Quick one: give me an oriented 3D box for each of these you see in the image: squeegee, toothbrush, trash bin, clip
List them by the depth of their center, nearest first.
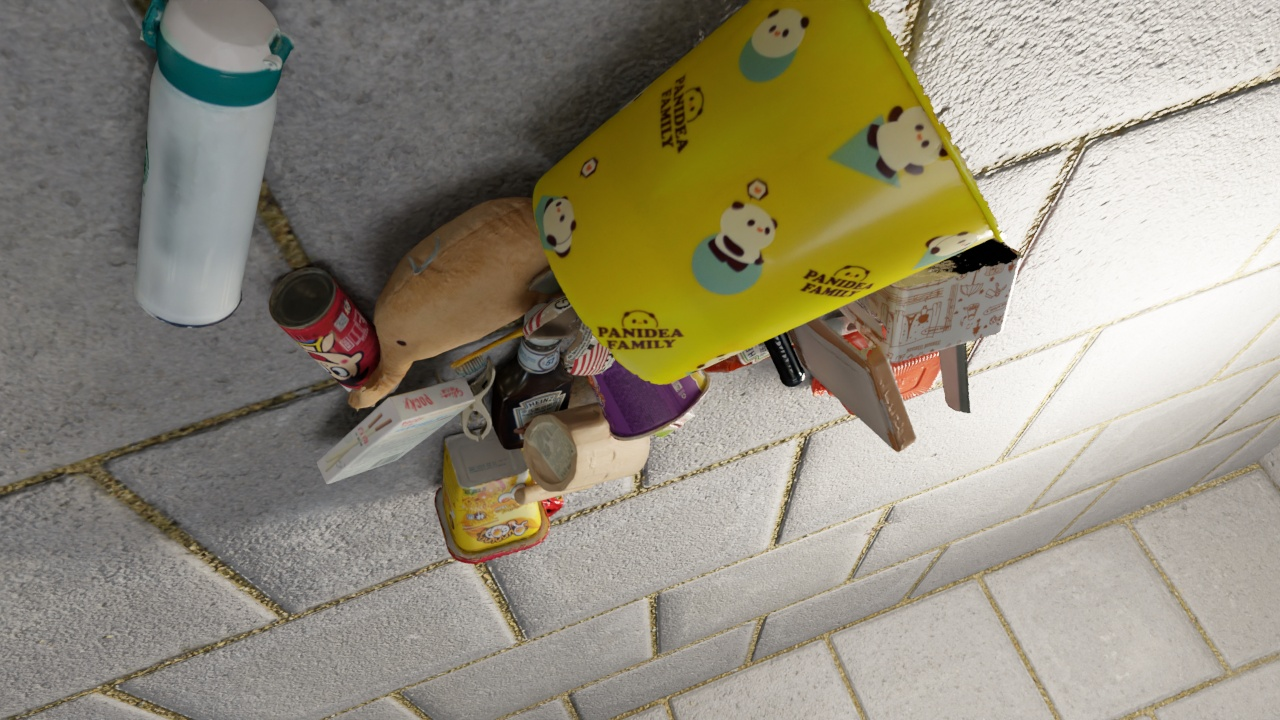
[{"bbox_3d":[0.080,-0.120,0.640,0.256,0.229,0.229,-30,151,22],"label":"trash bin"},{"bbox_3d":[-0.084,-0.030,0.804,0.190,0.018,0.016,-29,-177,-33],"label":"toothbrush"},{"bbox_3d":[0.118,-0.054,0.892,0.027,0.026,0.213,-32,127,-2],"label":"toothbrush"},{"bbox_3d":[-0.165,0.039,0.906,0.061,0.034,0.097,-15,141,-14],"label":"clip"},{"bbox_3d":[0.231,-0.037,1.023,0.250,0.040,0.248,-9,116,6],"label":"squeegee"}]

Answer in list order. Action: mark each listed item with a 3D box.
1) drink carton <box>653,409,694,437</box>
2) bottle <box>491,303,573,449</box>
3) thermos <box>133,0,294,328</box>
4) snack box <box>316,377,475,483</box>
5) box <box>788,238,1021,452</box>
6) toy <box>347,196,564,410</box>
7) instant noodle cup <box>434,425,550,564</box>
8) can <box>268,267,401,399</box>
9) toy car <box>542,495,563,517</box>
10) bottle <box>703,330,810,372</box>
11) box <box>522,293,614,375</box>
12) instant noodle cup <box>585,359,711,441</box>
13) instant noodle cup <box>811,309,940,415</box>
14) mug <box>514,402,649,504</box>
[{"bbox_3d":[0.008,0.050,1.030,0.054,0.045,0.122,-36,149,19],"label":"drink carton"},{"bbox_3d":[-0.104,0.018,0.901,0.079,0.044,0.195,-16,149,-23],"label":"bottle"},{"bbox_3d":[-0.263,-0.116,0.548,0.073,0.073,0.225,-2,144,-33],"label":"thermos"},{"bbox_3d":[-0.230,0.067,0.855,0.157,0.027,0.084,-35,169,40],"label":"snack box"},{"bbox_3d":[0.224,-0.034,0.852,0.156,0.183,0.193,-16,128,-14],"label":"box"},{"bbox_3d":[-0.145,-0.046,0.709,0.226,0.082,0.143,-31,154,-2],"label":"toy"},{"bbox_3d":[-0.165,0.141,1.001,0.116,0.116,0.124,-13,138,-17],"label":"instant noodle cup"},{"bbox_3d":[-0.239,-0.017,0.736,0.053,0.053,0.133,-23,151,-1],"label":"can"},{"bbox_3d":[-0.144,0.180,1.150,0.049,0.031,0.106,-39,145,24],"label":"toy car"},{"bbox_3d":[0.075,-0.012,0.962,0.206,0.059,0.060,-20,151,-7],"label":"bottle"},{"bbox_3d":[-0.050,-0.035,0.736,0.075,0.081,0.163,-61,171,7],"label":"box"},{"bbox_3d":[-0.005,0.005,0.870,0.112,0.111,0.099,-29,108,10],"label":"instant noodle cup"},{"bbox_3d":[0.300,0.001,1.124,0.164,0.079,0.189,-19,153,-5],"label":"instant noodle cup"},{"bbox_3d":[-0.066,0.099,0.942,0.103,0.084,0.125,-7,144,-48],"label":"mug"}]
